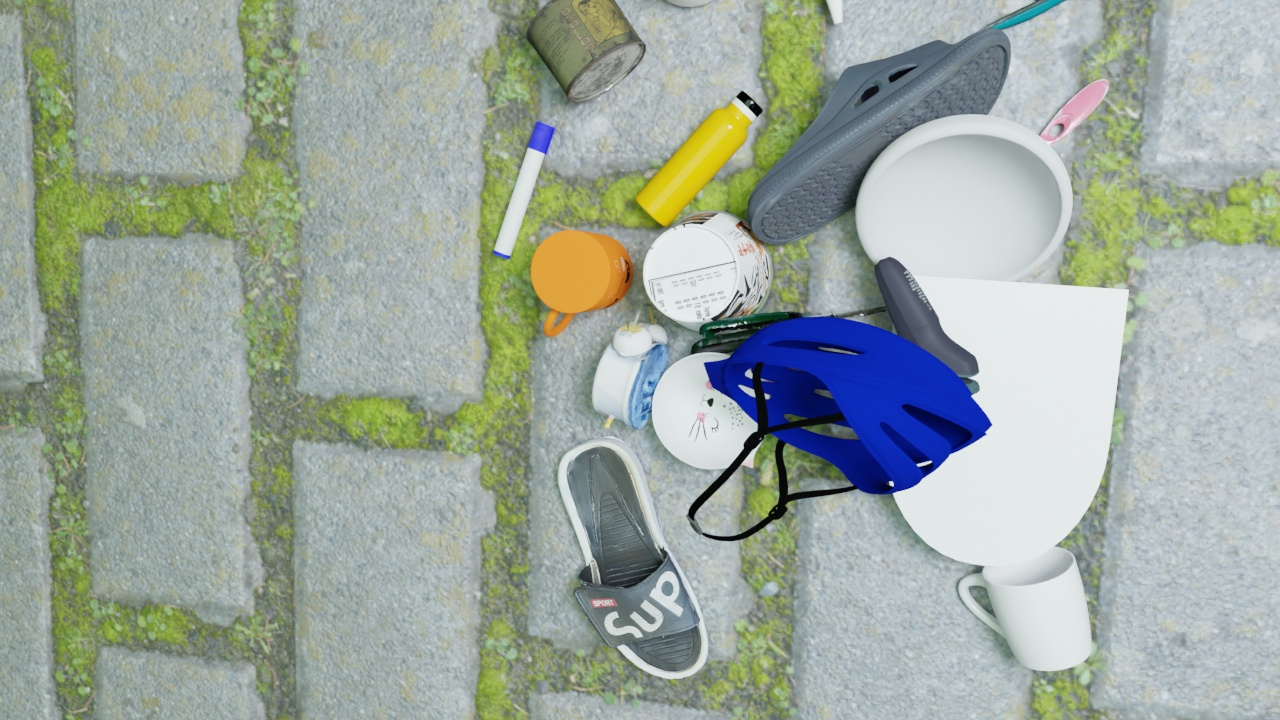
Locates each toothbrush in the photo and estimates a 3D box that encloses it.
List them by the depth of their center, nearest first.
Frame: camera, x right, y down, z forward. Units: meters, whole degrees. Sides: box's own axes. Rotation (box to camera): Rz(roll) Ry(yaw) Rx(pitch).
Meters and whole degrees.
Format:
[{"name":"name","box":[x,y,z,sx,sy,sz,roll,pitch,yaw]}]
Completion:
[{"name":"toothbrush","box":[0.370,-0.201,0.829,0.021,0.016,0.135,46,104,14]}]

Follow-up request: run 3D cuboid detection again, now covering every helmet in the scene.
[{"name":"helmet","box":[0.147,0.068,0.769,0.242,0.148,0.227,21,64,30]}]

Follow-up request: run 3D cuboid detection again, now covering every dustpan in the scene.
[{"name":"dustpan","box":[0.323,0.056,0.848,0.192,0.053,0.258,5,96,12]}]

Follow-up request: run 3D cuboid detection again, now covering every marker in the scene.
[{"name":"marker","box":[-0.120,-0.174,0.943,0.020,0.020,0.141,22,100,10]}]

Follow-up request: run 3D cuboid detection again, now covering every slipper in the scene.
[{"name":"slipper","box":[0.205,-0.209,0.834,0.268,0.110,0.083,-34,57,15]},{"name":"slipper","box":[-0.015,0.209,0.938,0.111,0.063,0.264,-18,89,14]}]

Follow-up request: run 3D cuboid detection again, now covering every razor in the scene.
[{"name":"razor","box":[0.250,-0.028,0.809,0.052,0.047,0.143,-30,85,38]}]

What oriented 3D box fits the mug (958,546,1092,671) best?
[{"name":"mug","box":[0.355,0.230,0.853,0.114,0.080,0.087,-12,100,45]}]

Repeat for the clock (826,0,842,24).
[{"name":"clock","box":[0.167,-0.404,0.825,0.125,0.072,0.161,-41,86,13]}]

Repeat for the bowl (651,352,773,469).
[{"name":"bowl","box":[0.072,0.047,0.905,0.115,0.050,0.115,1,96,12]}]

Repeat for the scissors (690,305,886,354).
[{"name":"scissors","box":[0.140,-0.029,0.881,0.209,0.137,0.015,-7,77,-16]}]

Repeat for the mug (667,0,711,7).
[{"name":"mug","box":[0.045,-0.395,0.856,0.094,0.068,0.115,1,96,13]}]

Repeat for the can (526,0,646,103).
[{"name":"can","box":[-0.052,-0.304,0.877,0.090,0.089,0.074,-34,87,14]}]

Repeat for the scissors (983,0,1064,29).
[{"name":"scissors","box":[0.365,-0.337,0.815,0.126,0.019,0.155,36,101,5]}]

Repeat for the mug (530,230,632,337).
[{"name":"mug","box":[-0.064,-0.072,0.900,0.077,0.095,0.113,33,102,8]}]

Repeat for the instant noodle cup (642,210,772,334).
[{"name":"instant noodle cup","box":[0.057,-0.082,0.858,0.124,0.121,0.123,1,96,13]}]

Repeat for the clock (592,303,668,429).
[{"name":"clock","box":[-0.005,0.005,0.900,0.052,0.088,0.125,17,100,17]}]

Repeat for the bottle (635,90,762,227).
[{"name":"bottle","box":[0.058,-0.196,0.887,0.043,0.043,0.144,45,103,5]}]

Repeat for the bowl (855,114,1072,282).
[{"name":"bowl","box":[0.282,-0.144,0.811,0.177,0.066,0.177,9,134,9]}]
